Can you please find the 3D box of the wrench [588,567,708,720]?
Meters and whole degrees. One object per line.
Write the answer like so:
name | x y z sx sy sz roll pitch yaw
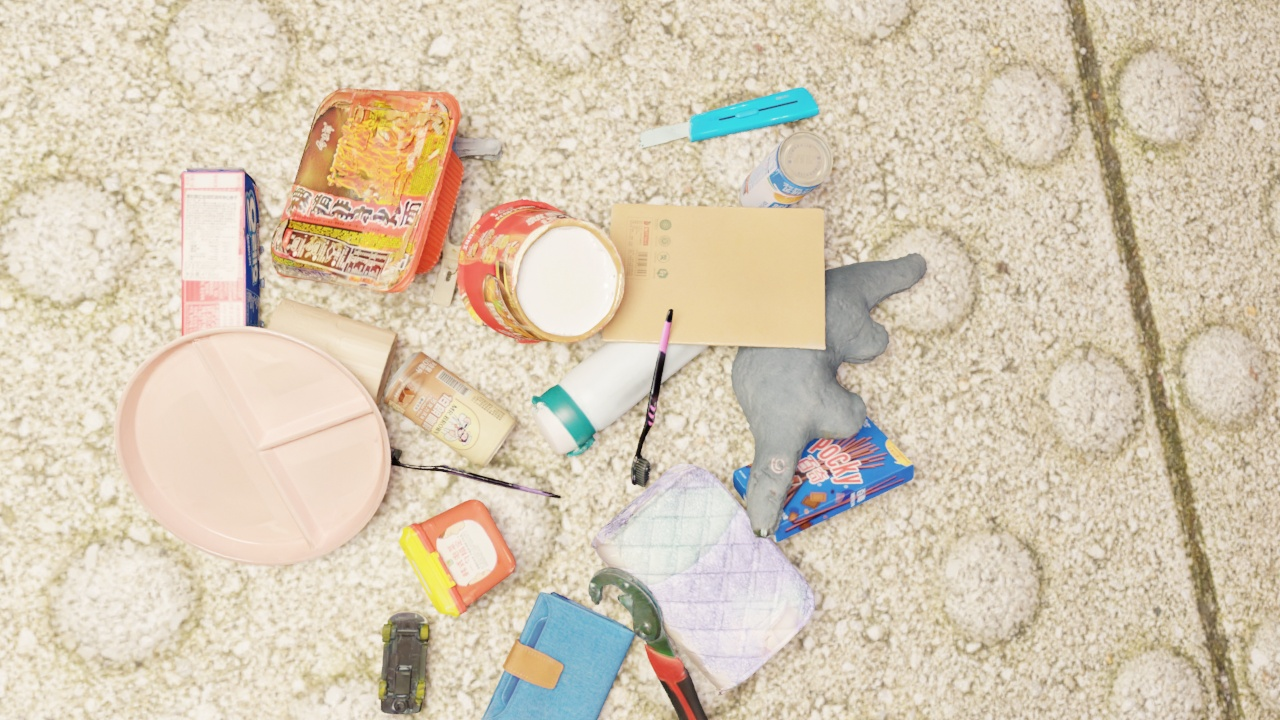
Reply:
wrench | 0.032 0.310 0.864 0.056 0.016 0.273 -23 101 25

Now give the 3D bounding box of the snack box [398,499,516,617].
snack box | -0.165 0.177 0.838 0.080 0.082 0.091 -29 91 -22

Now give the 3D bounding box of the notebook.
notebook | 0.071 -0.082 0.876 0.208 0.008 0.147 2 70 4

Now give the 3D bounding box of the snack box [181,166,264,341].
snack box | -0.378 -0.067 0.832 0.058 0.057 0.207 -2 85 -8

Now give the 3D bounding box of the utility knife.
utility knife | 0.091 -0.250 0.956 0.199 0.018 0.034 -16 88 -10

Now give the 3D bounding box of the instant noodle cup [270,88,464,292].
instant noodle cup | -0.237 -0.150 0.831 0.165 0.079 0.188 11 83 25

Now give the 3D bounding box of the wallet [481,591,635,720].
wallet | -0.076 0.296 0.864 0.106 0.040 0.133 27 79 -11

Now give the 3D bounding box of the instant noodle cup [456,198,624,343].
instant noodle cup | -0.085 -0.079 0.838 0.137 0.109 0.138 -5 102 -28

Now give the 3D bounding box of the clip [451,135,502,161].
clip | -0.165 -0.209 0.904 0.057 0.031 0.025 3 82 -6

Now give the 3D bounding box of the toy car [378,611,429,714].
toy car | -0.216 0.275 0.839 0.042 0.035 0.090 4 84 -12

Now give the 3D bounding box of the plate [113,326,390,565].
plate | -0.332 0.075 0.796 0.229 0.028 0.230 -2 113 -4

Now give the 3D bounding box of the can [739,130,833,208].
can | 0.139 -0.177 0.898 0.053 0.135 0.053 1 84 -10

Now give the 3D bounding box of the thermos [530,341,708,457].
thermos | -0.005 0.005 0.890 0.224 0.073 0.073 -38 92 -11

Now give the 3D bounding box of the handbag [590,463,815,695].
handbag | 0.062 0.203 0.879 0.134 0.075 0.194 -40 91 -7

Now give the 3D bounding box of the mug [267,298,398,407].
mug | -0.288 0.016 0.835 0.103 0.084 0.125 16 106 -10

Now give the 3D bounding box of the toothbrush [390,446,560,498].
toothbrush | -0.167 0.107 0.877 0.189 0.014 0.016 14 70 -9

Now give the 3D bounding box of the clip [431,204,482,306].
clip | -0.179 -0.109 0.891 0.035 0.092 0.103 12 118 -10

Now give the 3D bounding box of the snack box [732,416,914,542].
snack box | 0.180 0.114 0.907 0.157 0.084 0.026 -22 131 -12

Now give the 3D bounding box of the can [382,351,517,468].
can | -0.177 0.046 0.857 0.116 0.058 0.058 36 79 -6

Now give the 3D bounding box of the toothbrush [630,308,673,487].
toothbrush | 0.014 0.040 0.868 0.014 0.018 0.189 -19 127 -48

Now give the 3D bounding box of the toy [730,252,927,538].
toy | 0.165 0.002 0.900 0.138 0.092 0.355 32 67 0
